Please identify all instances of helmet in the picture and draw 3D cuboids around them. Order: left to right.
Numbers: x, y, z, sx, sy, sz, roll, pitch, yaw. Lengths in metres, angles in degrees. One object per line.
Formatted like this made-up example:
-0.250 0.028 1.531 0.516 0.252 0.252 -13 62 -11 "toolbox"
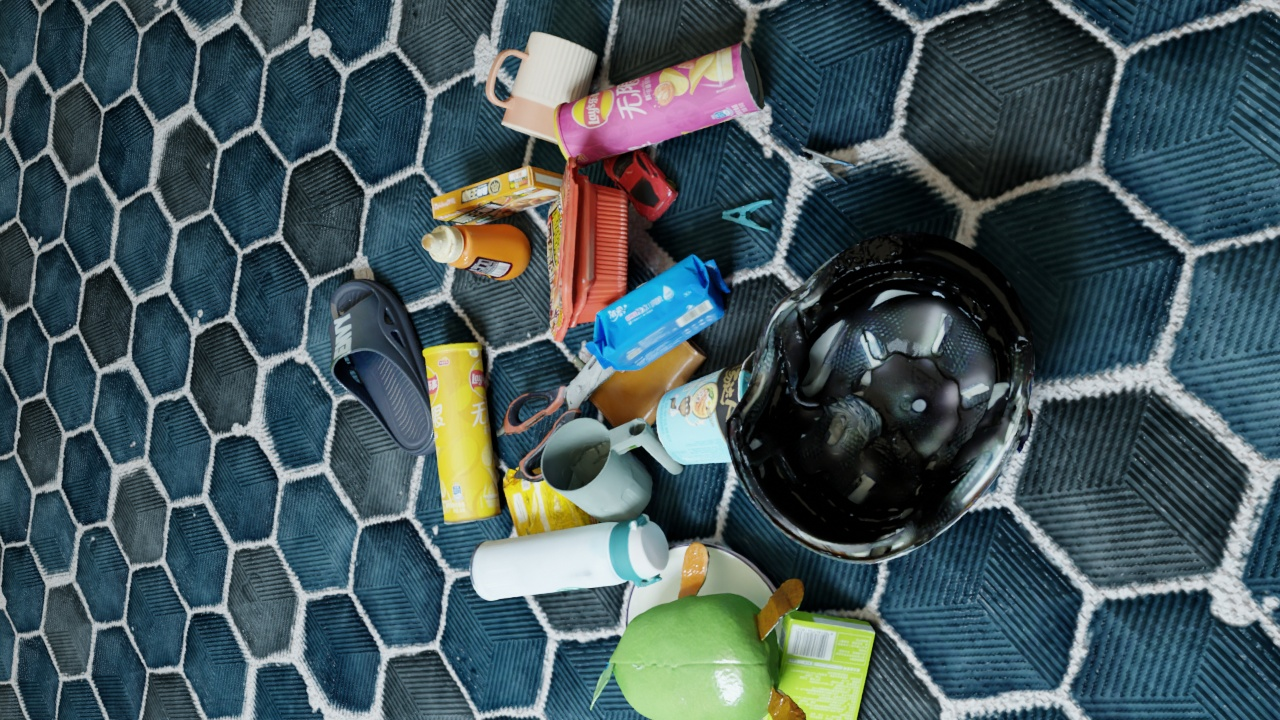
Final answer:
0.215 0.039 0.792 0.230 0.156 0.274 29 94 28 "helmet"

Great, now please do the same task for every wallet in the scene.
-0.006 0.006 1.004 0.119 0.035 0.131 45 110 20 "wallet"

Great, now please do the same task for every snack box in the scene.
-0.164 -0.191 1.072 0.154 0.075 0.026 -11 85 32 "snack box"
0.166 0.321 0.875 0.086 0.026 0.156 9 97 -5 "snack box"

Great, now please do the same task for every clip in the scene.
0.108 -0.149 0.939 0.054 0.013 0.033 7 94 30 "clip"
0.177 -0.190 0.888 0.058 0.026 0.042 36 116 27 "clip"

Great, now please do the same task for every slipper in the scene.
-0.340 0.004 1.183 0.111 0.083 0.268 -40 72 24 "slipper"

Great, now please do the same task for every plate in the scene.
0.074 0.282 0.951 0.193 0.039 0.192 0 91 32 "plate"

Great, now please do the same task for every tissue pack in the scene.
0.016 -0.045 0.925 0.157 0.095 0.052 -33 71 4 "tissue pack"

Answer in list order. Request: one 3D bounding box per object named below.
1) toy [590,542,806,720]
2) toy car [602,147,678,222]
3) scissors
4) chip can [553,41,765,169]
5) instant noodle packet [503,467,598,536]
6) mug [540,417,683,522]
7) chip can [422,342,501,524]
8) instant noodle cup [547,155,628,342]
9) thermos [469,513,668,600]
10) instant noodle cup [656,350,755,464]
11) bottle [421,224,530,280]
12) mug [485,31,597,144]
0.061 0.288 0.877 0.247 0.090 0.226 -16 64 41 "toy"
-0.004 -0.200 0.999 0.049 0.031 0.106 -45 66 23 "toy car"
-0.085 0.038 1.021 0.206 0.015 0.201 2 86 34 "scissors"
0.017 -0.260 0.944 0.211 0.071 0.071 -12 84 24 "chip can"
-0.098 0.178 1.055 0.111 0.044 0.128 -15 86 25 "instant noodle packet"
-0.026 0.113 0.965 0.124 0.103 0.083 -24 51 15 "mug"
-0.216 0.087 1.112 0.072 0.072 0.213 -9 86 32 "chip can"
-0.057 -0.111 0.964 0.079 0.189 0.164 2 81 -7 "instant noodle cup"
-0.076 0.215 0.982 0.225 0.073 0.073 -14 83 29 "thermos"
0.083 0.057 0.908 0.121 0.111 0.111 -17 82 38 "instant noodle cup"
-0.190 -0.128 1.046 0.067 0.149 0.067 1 91 32 "bottle"
-0.113 -0.305 1.019 0.082 0.114 0.106 33 107 57 "mug"
